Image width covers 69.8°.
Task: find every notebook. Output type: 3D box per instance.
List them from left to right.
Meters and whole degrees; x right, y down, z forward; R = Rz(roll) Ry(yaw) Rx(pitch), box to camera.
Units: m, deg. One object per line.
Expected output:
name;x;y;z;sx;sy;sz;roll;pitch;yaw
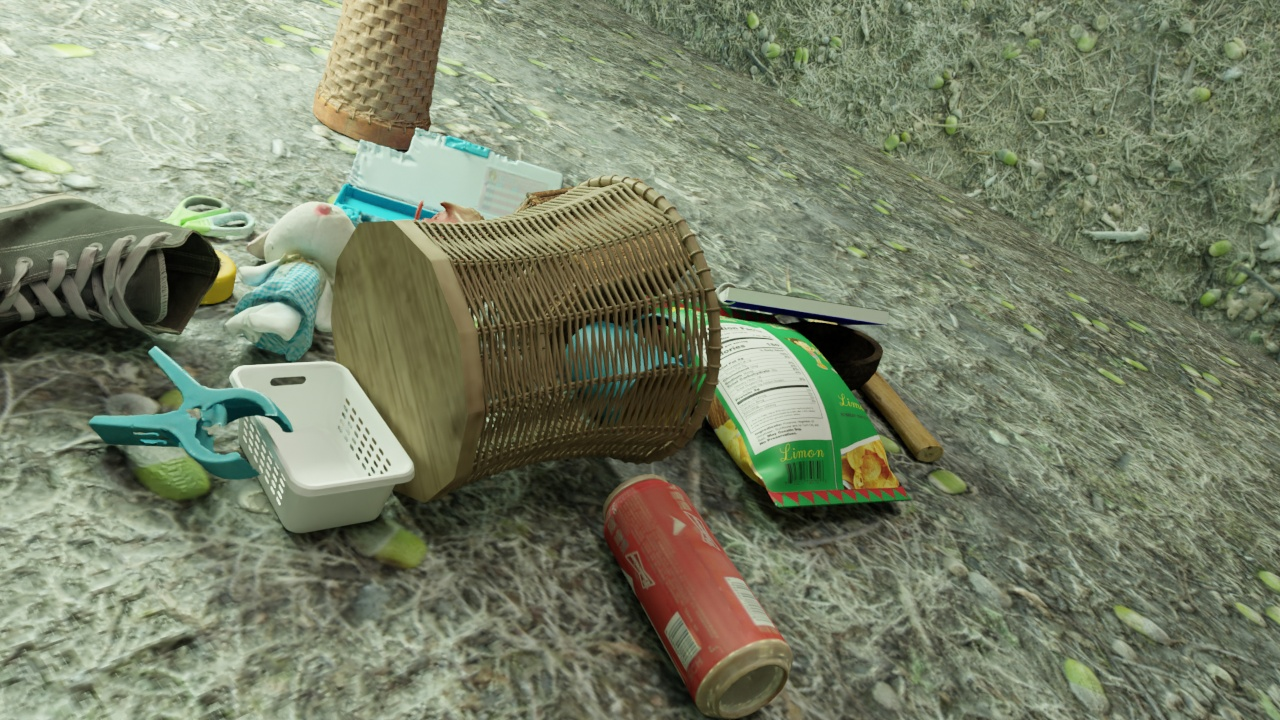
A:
notebook;0.166;-0.060;1.020;0.171;0.022;0.209;9;3;2

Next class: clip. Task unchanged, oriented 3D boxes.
clip;-0.264;0.024;0.566;0.127;0.028;0.113;24;66;27

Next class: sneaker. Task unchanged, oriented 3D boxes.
sneaker;-0.386;-0.045;0.603;0.120;0.095;0.234;13;18;1

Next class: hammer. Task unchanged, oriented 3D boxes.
hammer;0.261;0.009;1.101;0.132;0.033;0.330;12;29;-26

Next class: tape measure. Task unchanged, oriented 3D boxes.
tape measure;-0.362;-0.071;0.748;0.059;0.030;0.068;12;29;-18

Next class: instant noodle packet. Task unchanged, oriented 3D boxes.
instant noodle packet;0.127;0.034;0.866;0.195;0.091;0.252;5;42;-42

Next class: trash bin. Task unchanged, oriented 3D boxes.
trash bin;-0.326;-0.401;1.188;0.151;0.211;0.151;18;28;-10

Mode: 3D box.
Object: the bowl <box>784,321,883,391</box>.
bowl;0.204;0.005;1.025;0.121;0.056;0.121;5;24;-2

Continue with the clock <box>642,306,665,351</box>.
clock;0.044;-0.016;0.955;0.124;0.044;0.087;35;28;21

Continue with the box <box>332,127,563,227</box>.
box;-0.205;-0.157;0.987;0.227;0.074;0.180;16;52;-15

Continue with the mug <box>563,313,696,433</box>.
mug;-0.005;0.005;0.813;0.104;0.112;0.084;38;-13;42

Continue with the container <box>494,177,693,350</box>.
container;-0.050;-0.099;0.912;0.198;0.114;0.112;-21;73;-52

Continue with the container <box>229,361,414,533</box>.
container;-0.214;0.057;0.603;0.080;0.050;0.129;-4;37;-43

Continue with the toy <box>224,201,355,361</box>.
toy;-0.279;-0.076;0.743;0.131;0.106;0.205;17;25;-7

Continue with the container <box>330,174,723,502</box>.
container;-0.089;-0.014;0.662;0.195;0.227;0.227;-12;43;-40

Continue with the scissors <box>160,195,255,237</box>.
scissors;-0.422;-0.117;0.808;0.072;0.033;0.175;33;24;12

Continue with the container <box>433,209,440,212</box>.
container;-0.184;-0.190;1.079;0.114;0.058;0.096;18;27;-11

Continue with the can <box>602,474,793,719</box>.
can;0.032;0.151;0.608;0.067;0.067;0.170;5;32;-33

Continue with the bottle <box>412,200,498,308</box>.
bottle;-0.179;-0.084;0.819;0.099;0.111;0.098;25;22;-11
